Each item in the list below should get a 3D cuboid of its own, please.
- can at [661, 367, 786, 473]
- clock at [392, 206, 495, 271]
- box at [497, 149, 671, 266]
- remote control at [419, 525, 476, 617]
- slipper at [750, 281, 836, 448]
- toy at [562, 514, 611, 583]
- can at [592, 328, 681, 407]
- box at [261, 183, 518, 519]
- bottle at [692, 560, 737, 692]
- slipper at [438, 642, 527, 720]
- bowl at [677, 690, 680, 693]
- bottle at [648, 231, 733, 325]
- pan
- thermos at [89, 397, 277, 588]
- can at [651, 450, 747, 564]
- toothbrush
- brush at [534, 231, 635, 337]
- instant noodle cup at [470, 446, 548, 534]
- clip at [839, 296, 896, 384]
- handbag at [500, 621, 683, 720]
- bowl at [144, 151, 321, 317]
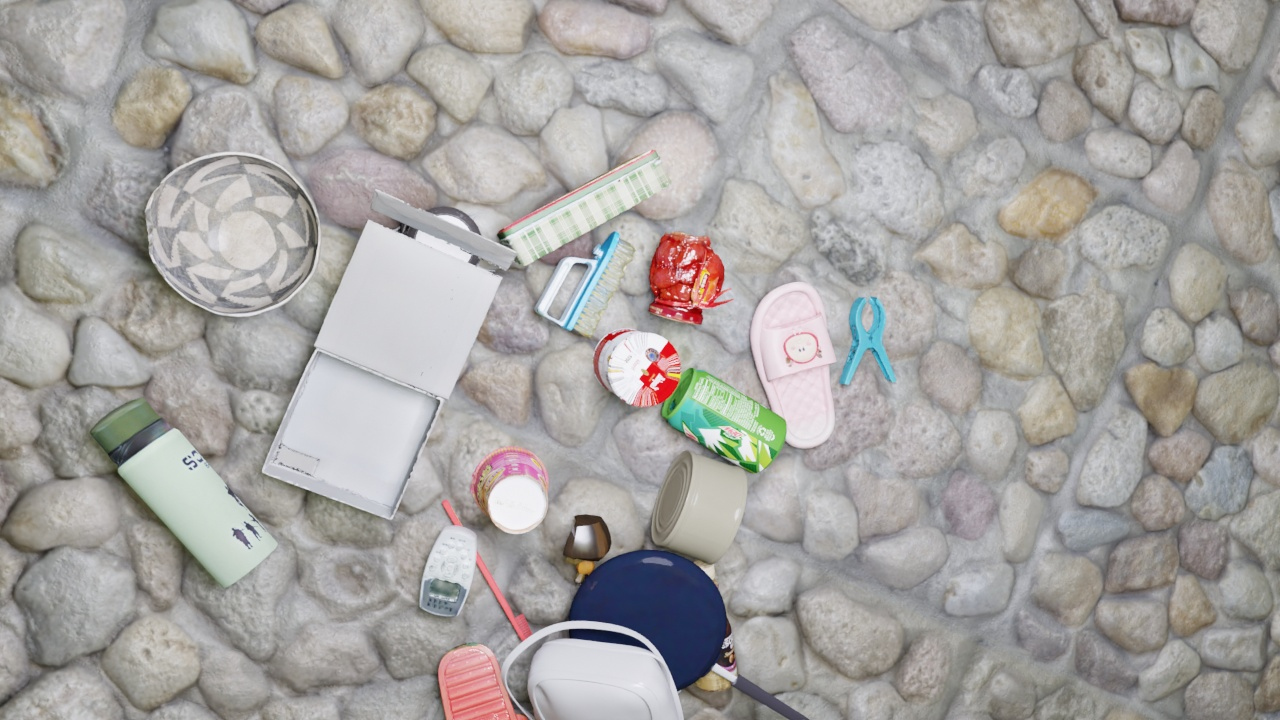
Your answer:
[{"bbox_3d":[0.107,0.076,1.167,0.144,0.083,0.083,31,88,-12],"label":"can"},{"bbox_3d":[-0.239,-0.137,1.091,0.122,0.044,0.091,-6,97,-12],"label":"clock"},{"bbox_3d":[-0.071,-0.181,1.089,0.205,0.117,0.051,-29,105,-7],"label":"box"},{"bbox_3d":[-0.235,0.259,1.130,0.060,0.028,0.114,17,99,-6],"label":"remote control"},{"bbox_3d":[0.205,0.009,1.198,0.106,0.056,0.221,-12,99,-9],"label":"slipper"},{"bbox_3d":[-0.068,0.246,1.162,0.076,0.063,0.100,-13,109,-49],"label":"toy"},{"bbox_3d":[-0.006,0.007,1.119,0.086,0.116,0.086,-1,95,-13],"label":"can"},{"bbox_3d":[-0.291,-0.003,1.065,0.166,0.098,0.368,23,96,-14],"label":"box"},{"bbox_3d":[0.089,0.345,1.202,0.059,0.060,0.166,-9,97,-12],"label":"bottle"},{"bbox_3d":[-0.190,0.477,1.154,0.103,0.059,0.248,-19,83,-9],"label":"slipper"},{"bbox_3d":[0.009,0.391,1.193,0.106,0.039,0.106,0,102,-1],"label":"bowl"},{"bbox_3d":[0.061,-0.103,1.136,0.099,0.099,0.111,12,97,-13],"label":"bottle"},{"bbox_3d":[0.074,0.376,1.160,0.356,0.021,0.199,34,99,-9],"label":"pan"},{"bbox_3d":[-0.521,0.149,1.042,0.082,0.082,0.231,-38,102,-7],"label":"thermos"},{"bbox_3d":[0.072,0.182,1.148,0.073,0.128,0.128,21,90,-12],"label":"can"},{"bbox_3d":[-0.190,0.264,1.156,0.018,0.012,0.212,-29,101,-9],"label":"toothbrush"},{"bbox_3d":[-0.066,-0.101,1.127,0.075,0.055,0.136,30,88,-19],"label":"brush"},{"bbox_3d":[-0.152,0.161,1.106,0.097,0.109,0.098,-1,95,-13],"label":"instant noodle cup"},{"bbox_3d":[0.296,-0.026,1.232,0.102,0.027,0.119,-1,96,-15],"label":"clip"},{"bbox_3d":[-0.052,0.436,1.142,0.216,0.095,0.223,3,126,15],"label":"handbag"},{"bbox_3d":[-0.446,-0.139,1.026,0.178,0.081,0.178,-1,96,-13],"label":"bowl"}]
